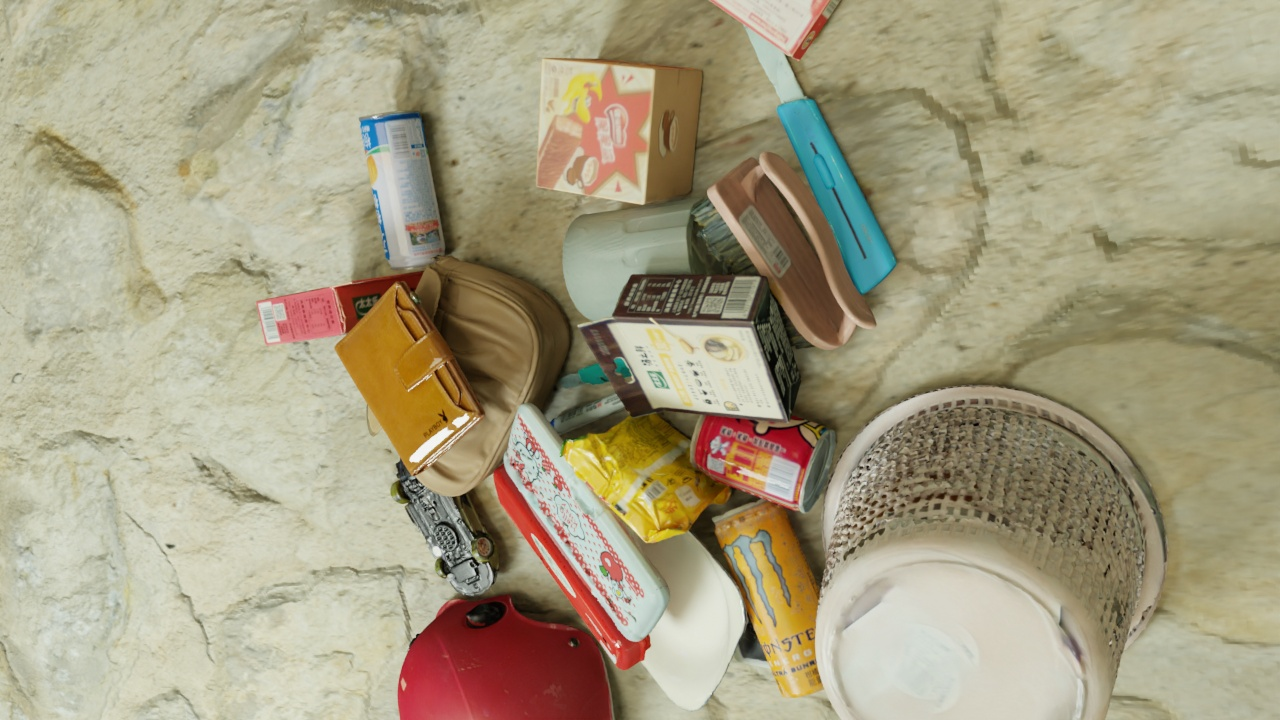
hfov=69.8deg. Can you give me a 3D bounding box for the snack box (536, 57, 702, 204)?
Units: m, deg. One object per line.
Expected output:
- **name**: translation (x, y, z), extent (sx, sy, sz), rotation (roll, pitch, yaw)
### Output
- **snack box**: translation (-0.016, -0.170, 0.673), extent (0.094, 0.076, 0.093), rotation (15, 111, 25)

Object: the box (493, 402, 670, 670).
- **box**: translation (-0.053, 0.147, 0.748), extent (0.201, 0.049, 0.161), rotation (50, 151, 24)

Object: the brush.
- **brush**: translation (0.103, -0.070, 0.636), extent (0.073, 0.063, 0.145), rotation (-27, 102, 43)

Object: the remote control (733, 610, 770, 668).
- **remote control**: translation (0.141, 0.227, 0.738), extent (0.150, 0.021, 0.058), rotation (0, 105, 29)

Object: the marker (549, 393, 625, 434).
- **marker**: translation (-0.023, 0.036, 0.777), extent (0.146, 0.016, 0.017), rotation (-24, 92, 33)

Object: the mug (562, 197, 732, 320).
- **mug**: translation (0.014, -0.061, 0.698), extent (0.104, 0.083, 0.124), rotation (-5, 129, 30)

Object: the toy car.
- **toy car**: translation (-0.188, 0.155, 0.894), extent (0.070, 0.042, 0.158), rotation (-28, 89, 33)

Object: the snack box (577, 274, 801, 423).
- **snack box**: translation (0.038, -0.006, 0.646), extent (0.126, 0.053, 0.113), rotation (5, 144, 27)

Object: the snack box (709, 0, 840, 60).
- **snack box**: translation (0.066, -0.278, 0.617), extent (0.156, 0.027, 0.077), rotation (40, 113, 14)

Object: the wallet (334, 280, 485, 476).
- **wallet**: translation (-0.183, 0.012, 0.744), extent (0.119, 0.035, 0.130), rotation (-40, 79, 35)

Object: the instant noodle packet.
- **instant noodle packet**: translation (0.007, 0.087, 0.708), extent (0.111, 0.128, 0.044), rotation (40, 111, 14)

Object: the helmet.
- **helmet**: translation (-0.150, 0.343, 0.874), extent (0.240, 0.143, 0.207), rotation (13, 113, 27)

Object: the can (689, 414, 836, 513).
- **can**: translation (0.091, 0.068, 0.691), extent (0.094, 0.066, 0.067), rotation (18, 113, 25)

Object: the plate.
- **plate**: translation (0.024, 0.193, 0.769), extent (0.164, 0.034, 0.164), rotation (43, 132, 30)

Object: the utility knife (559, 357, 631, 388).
- **utility knife**: translation (-0.004, 0.004, 0.747), extent (0.179, 0.013, 0.029), rotation (-15, 138, 41)

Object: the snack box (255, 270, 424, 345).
- **snack box**: translation (-0.258, -0.048, 0.829), extent (0.127, 0.113, 0.044), rotation (-6, 98, 31)

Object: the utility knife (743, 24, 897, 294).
- **utility knife**: translation (0.122, -0.145, 0.637), extent (0.034, 0.018, 0.208), rotation (-26, 90, 34)

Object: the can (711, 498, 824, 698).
- **can**: translation (0.107, 0.179, 0.705), extent (0.058, 0.058, 0.146), rotation (-30, 77, 33)

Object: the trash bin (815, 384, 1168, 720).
- **trash bin**: translation (0.202, 0.145, 0.566), extent (0.228, 0.191, 0.227), rotation (6, 105, 24)

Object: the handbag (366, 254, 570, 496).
- **handbag**: translation (-0.159, 0.016, 0.800), extent (0.148, 0.099, 0.205), rotation (35, 115, 12)

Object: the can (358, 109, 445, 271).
- **can**: translation (-0.207, -0.148, 0.806), extent (0.053, 0.053, 0.134), rotation (0, 105, 30)
